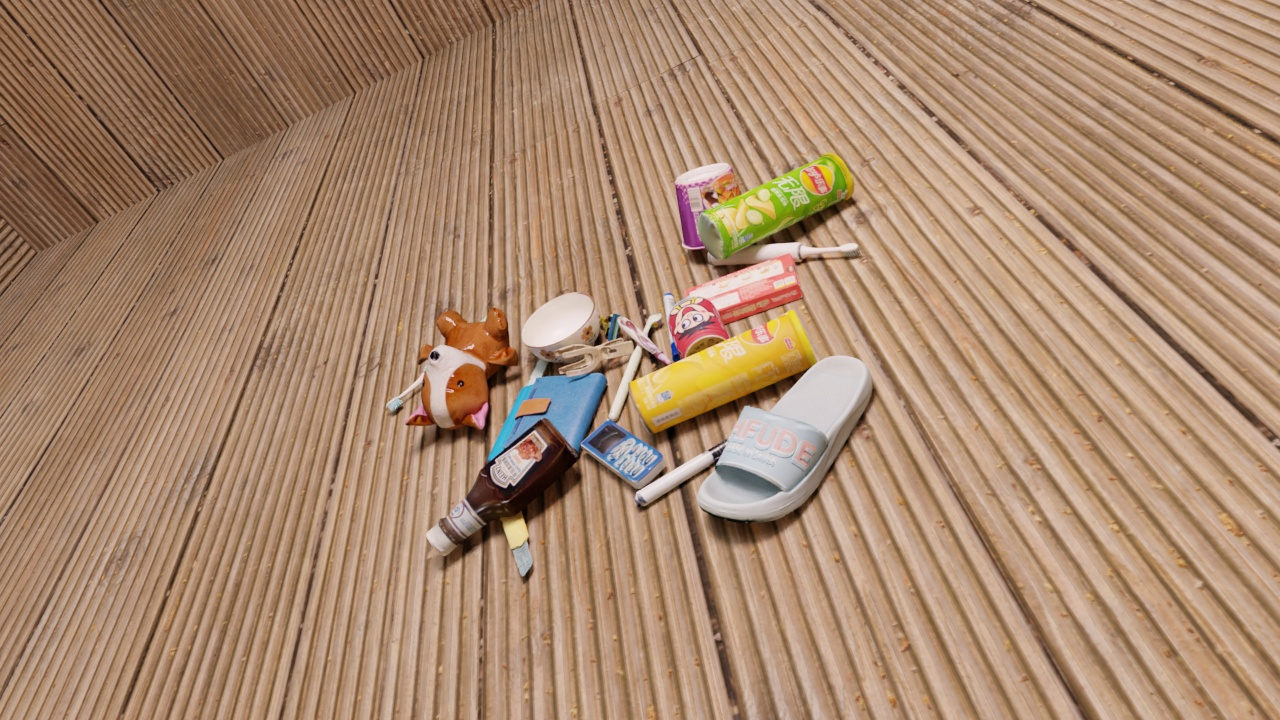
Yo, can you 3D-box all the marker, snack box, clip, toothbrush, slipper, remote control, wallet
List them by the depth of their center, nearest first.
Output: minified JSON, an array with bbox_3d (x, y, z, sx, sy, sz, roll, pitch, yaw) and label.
[{"bbox_3d":[0.154,0.073,0.953,0.104,0.074,0.244,18,55,45],"label":"slipper"},{"bbox_3d":[0.051,0.123,1.011,0.130,0.018,0.022,-32,44,-4],"label":"marker"},{"bbox_3d":[-0.021,0.109,1.073,0.049,0.024,0.125,-41,38,-16],"label":"remote control"},{"bbox_3d":[-0.108,0.070,1.175,0.106,0.040,0.132,-4,41,25],"label":"wallet"},{"bbox_3d":[0.019,-0.014,1.181,0.016,0.017,0.187,-33,44,-14],"label":"toothbrush"},{"bbox_3d":[-0.007,0.007,1.197,0.029,0.020,0.189,-39,21,46],"label":"toothbrush"},{"bbox_3d":[0.134,-0.088,1.211,0.153,0.025,0.075,-19,35,14],"label":"snack box"},{"bbox_3d":[-0.068,-0.010,1.226,0.104,0.035,0.081,-22,16,-35],"label":"clip"},{"bbox_3d":[0.044,-0.047,1.230,0.017,0.017,0.145,-21,36,11],"label":"marker"},{"bbox_3d":[0.191,-0.146,1.242,0.221,0.026,0.026,1,56,36],"label":"toothbrush"},{"bbox_3d":[-0.299,0.001,1.402,0.224,0.026,0.027,-41,59,-17],"label":"toothbrush"}]

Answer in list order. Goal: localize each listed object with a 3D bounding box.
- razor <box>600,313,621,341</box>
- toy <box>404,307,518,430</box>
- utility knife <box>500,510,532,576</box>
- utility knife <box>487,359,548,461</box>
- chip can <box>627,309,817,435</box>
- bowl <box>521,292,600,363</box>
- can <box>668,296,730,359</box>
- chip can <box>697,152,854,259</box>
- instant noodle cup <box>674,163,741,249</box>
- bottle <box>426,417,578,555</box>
[{"bbox_3d":[-0.065,-0.058,1.318,0.143,0.022,0.043,24,104,53],"label":"razor"},{"bbox_3d":[-0.249,0.013,1.281,0.140,0.130,0.199,-2,52,25],"label":"toy"},{"bbox_3d":[-0.153,0.185,1.075,0.031,0.020,0.195,-36,28,0],"label":"utility knife"},{"bbox_3d":[-0.158,0.064,1.229,0.034,0.018,0.206,-6,42,24],"label":"utility knife"},{"bbox_3d":[0.095,0.016,1.068,0.213,0.072,0.072,-24,35,8],"label":"chip can"},{"bbox_3d":[-0.102,-0.036,1.279,0.114,0.062,0.113,-20,35,14],"label":"bowl"},{"bbox_3d":[0.075,-0.030,1.142,0.066,0.066,0.093,-25,35,6],"label":"can"},{"bbox_3d":[0.183,-0.211,1.259,0.221,0.073,0.072,-27,34,-14],"label":"chip can"},{"bbox_3d":[0.101,-0.225,1.321,0.111,0.099,0.111,-15,21,6],"label":"instant noodle cup"},{"bbox_3d":[-0.166,0.153,1.077,0.195,0.044,0.080,-40,41,-5],"label":"bottle"}]
